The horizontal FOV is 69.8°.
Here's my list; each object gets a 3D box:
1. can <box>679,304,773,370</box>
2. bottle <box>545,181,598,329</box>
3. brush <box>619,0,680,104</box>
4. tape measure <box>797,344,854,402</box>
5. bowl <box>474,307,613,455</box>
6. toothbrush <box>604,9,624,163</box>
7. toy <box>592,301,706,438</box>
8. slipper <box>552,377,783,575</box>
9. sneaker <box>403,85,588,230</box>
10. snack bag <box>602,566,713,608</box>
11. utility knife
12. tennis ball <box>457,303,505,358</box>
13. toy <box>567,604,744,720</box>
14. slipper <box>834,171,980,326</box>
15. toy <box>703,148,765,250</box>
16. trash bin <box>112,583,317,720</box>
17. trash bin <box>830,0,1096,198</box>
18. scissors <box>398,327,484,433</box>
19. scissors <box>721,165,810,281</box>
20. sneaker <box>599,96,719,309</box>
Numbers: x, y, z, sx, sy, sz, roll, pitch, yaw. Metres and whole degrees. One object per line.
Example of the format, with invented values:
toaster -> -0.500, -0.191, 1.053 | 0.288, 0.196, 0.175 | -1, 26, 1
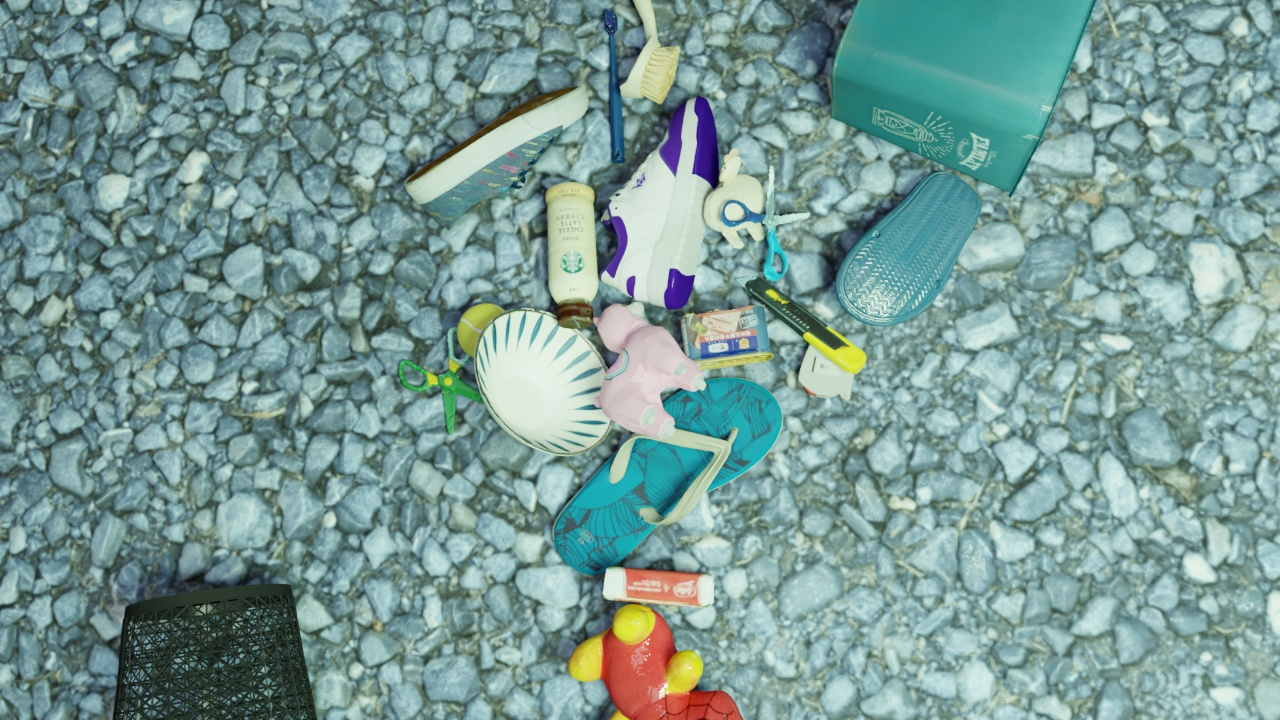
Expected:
can -> 0.093, -0.025, 1.017 | 0.100, 0.054, 0.059 | -8, 80, 5
bottle -> -0.077, -0.118, 1.038 | 0.056, 0.056, 0.162 | -5, 75, 5
brush -> -0.003, -0.428, 1.087 | 0.077, 0.062, 0.272 | -6, 77, -11
tape measure -> 0.208, 0.011, 1.016 | 0.062, 0.020, 0.060 | 11, 84, 8
bowl -> -0.118, 0.036, 1.007 | 0.071, 0.176, 0.177 | -38, 77, 41
toothbrush -> -0.031, -0.327, 1.090 | 0.016, 0.017, 0.190 | -4, 82, 6
toy -> -0.006, 0.006, 0.993 | 0.157, 0.067, 0.123 | 34, 89, 42
slipper -> 0.023, 0.120, 1.003 | 0.295, 0.060, 0.118 | -40, 77, 0
sneaker -> -0.157, -0.236, 1.072 | 0.235, 0.087, 0.079 | -32, 115, -2
snack bag -> 0.021, 0.241, 0.976 | 0.116, 0.077, 0.036 | 3, 77, 7
utility knife -> 0.176, -0.045, 1.017 | 0.174, 0.020, 0.028 | 39, 70, 22
tennis ball -> -0.175, -0.032, 1.040 | 0.065, 0.065, 0.065 | -1, 82, 6
toy -> 0.030, 0.356, 0.943 | 0.216, 0.098, 0.148 | 50, 124, 12
slipper -> 0.296, -0.119, 1.007 | 0.104, 0.059, 0.213 | 41, 74, 5
toy -> 0.105, -0.179, 1.026 | 0.087, 0.050, 0.112 | -35, 110, -32
trash bin -> -0.440, 0.369, 0.951 | 0.217, 0.217, 0.243 | -11, 75, 4
trash bin -> 0.332, -0.314, 0.970 | 0.219, 0.196, 0.199 | 21, 83, 15
scissors -> -0.220, 0.018, 1.066 | 0.125, 0.011, 0.127 | 25, 86, 10
scissors -> 0.139, -0.151, 1.018 | 0.132, 0.014, 0.127 | -3, 103, -32
sneaker -> 0.016, -0.179, 1.036 | 0.111, 0.092, 0.244 | 8, 79, 20
